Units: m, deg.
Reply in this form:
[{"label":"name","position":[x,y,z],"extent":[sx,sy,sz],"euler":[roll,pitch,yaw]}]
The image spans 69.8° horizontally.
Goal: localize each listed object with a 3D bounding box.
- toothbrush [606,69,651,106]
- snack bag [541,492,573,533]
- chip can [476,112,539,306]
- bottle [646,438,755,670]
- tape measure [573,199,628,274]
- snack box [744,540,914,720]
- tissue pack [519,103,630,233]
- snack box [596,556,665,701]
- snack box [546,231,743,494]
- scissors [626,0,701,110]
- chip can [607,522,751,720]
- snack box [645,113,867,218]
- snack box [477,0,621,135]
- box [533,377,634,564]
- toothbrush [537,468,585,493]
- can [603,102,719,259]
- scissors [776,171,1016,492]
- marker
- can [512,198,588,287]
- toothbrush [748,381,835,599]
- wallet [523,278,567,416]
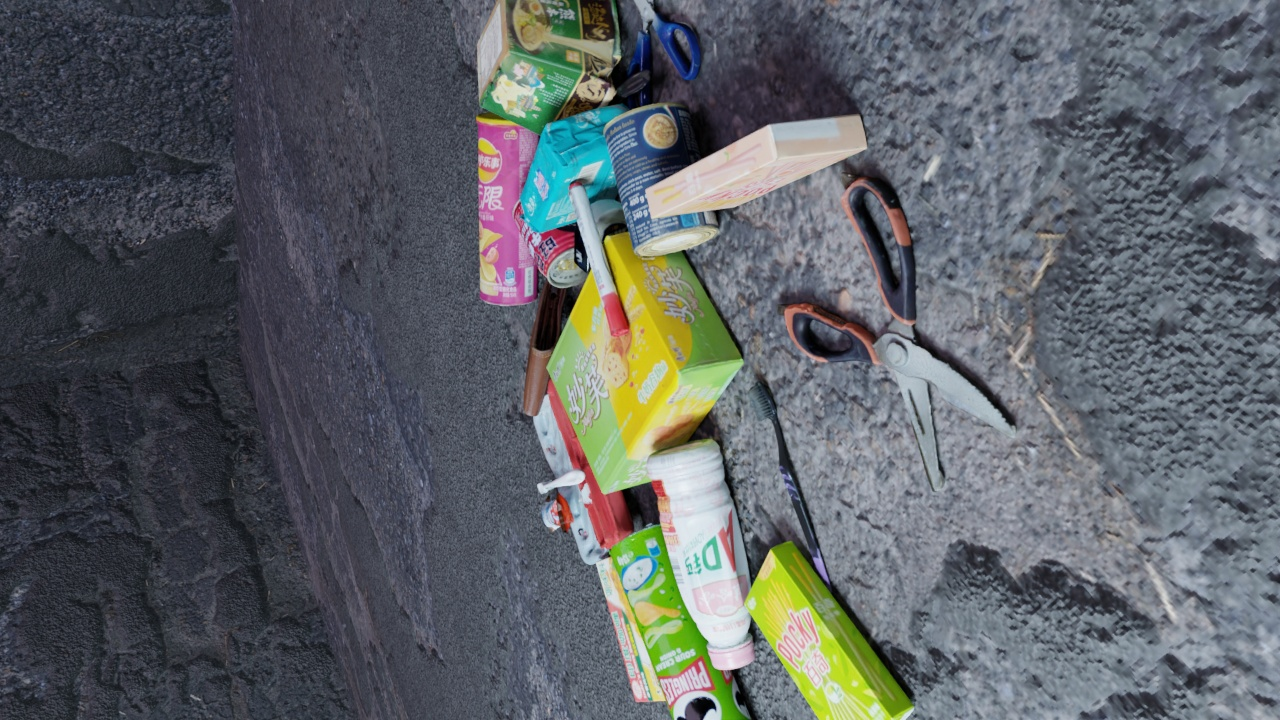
[{"label":"toothbrush","position":[-0.034,-0.246,0.869],"extent":[0.181,0.018,0.015],"euler":[1,93,63]},{"label":"snack bag","position":[-0.098,0.177,1.064],"extent":[0.104,0.026,0.048],"euler":[153,109,-71]},{"label":"chip can","position":[-0.150,-0.171,1.045],"extent":[0.071,0.071,0.211],"euler":[34,127,51]},{"label":"bottle","position":[0.060,0.171,0.810],"extent":[0.068,0.068,0.197],"euler":[-15,90,59]},{"label":"tape measure","position":[-0.028,-0.117,0.865],"extent":[0.033,0.065,0.066],"euler":[40,133,49]},{"label":"snack box","position":[0.142,0.228,0.721],"extent":[0.156,0.026,0.086],"euler":[55,146,35]},{"label":"tissue pack","position":[-0.058,-0.177,0.864],"extent":[0.050,0.093,0.134],"euler":[59,150,13]},{"label":"snack box","position":[-0.001,0.281,0.977],"extent":[0.077,0.027,0.155],"euler":[-38,66,57]},{"label":"snack box","position":[-0.005,0.005,0.859],"extent":[0.157,0.069,0.211],"euler":[63,145,26]},{"label":"scissors","position":[0.009,-0.291,0.804],"extent":[0.162,0.012,0.175],"euler":[50,138,43]},{"label":"chip can","position":[0.041,0.273,0.863],"extent":[0.072,0.072,0.236],"euler":[-53,54,51]},{"label":"snack box","position":[0.079,-0.138,0.664],"extent":[0.158,0.084,0.026],"euler":[-14,90,60]},{"label":"snack box","position":[-0.091,-0.281,0.854],"extent":[0.118,0.105,0.117],"euler":[-41,49,51]},{"label":"box","position":[-0.068,0.122,1.036],"extent":[0.158,0.039,0.201],"euler":[121,131,-64]},{"label":"toothbrush","position":[-0.087,0.134,1.019],"extent":[0.016,0.016,0.180],"euler":[69,158,5]},{"label":"can","position":[0.018,-0.149,0.770],"extent":[0.075,0.075,0.111],"euler":[-22,80,59]},{"label":"scissors","position":[0.167,-0.022,0.621],"extent":[0.225,0.015,0.189],"euler":[34,126,49]},{"label":"marker","position":[-0.038,-0.089,0.801],"extent":[0.017,0.017,0.145],"euler":[-40,62,56]},{"label":"can","position":[-0.087,-0.129,0.957],"extent":[0.093,0.066,0.067],"euler":[61,145,28]},{"label":"toothbrush","position":[0.122,0.106,0.735],"extent":[0.014,0.016,0.189],"euler":[-35,70,61]},{"label":"wallet","position":[-0.107,-0.015,1.012],"extent":[0.124,0.032,0.101],"euler":[-88,13,-45]}]
